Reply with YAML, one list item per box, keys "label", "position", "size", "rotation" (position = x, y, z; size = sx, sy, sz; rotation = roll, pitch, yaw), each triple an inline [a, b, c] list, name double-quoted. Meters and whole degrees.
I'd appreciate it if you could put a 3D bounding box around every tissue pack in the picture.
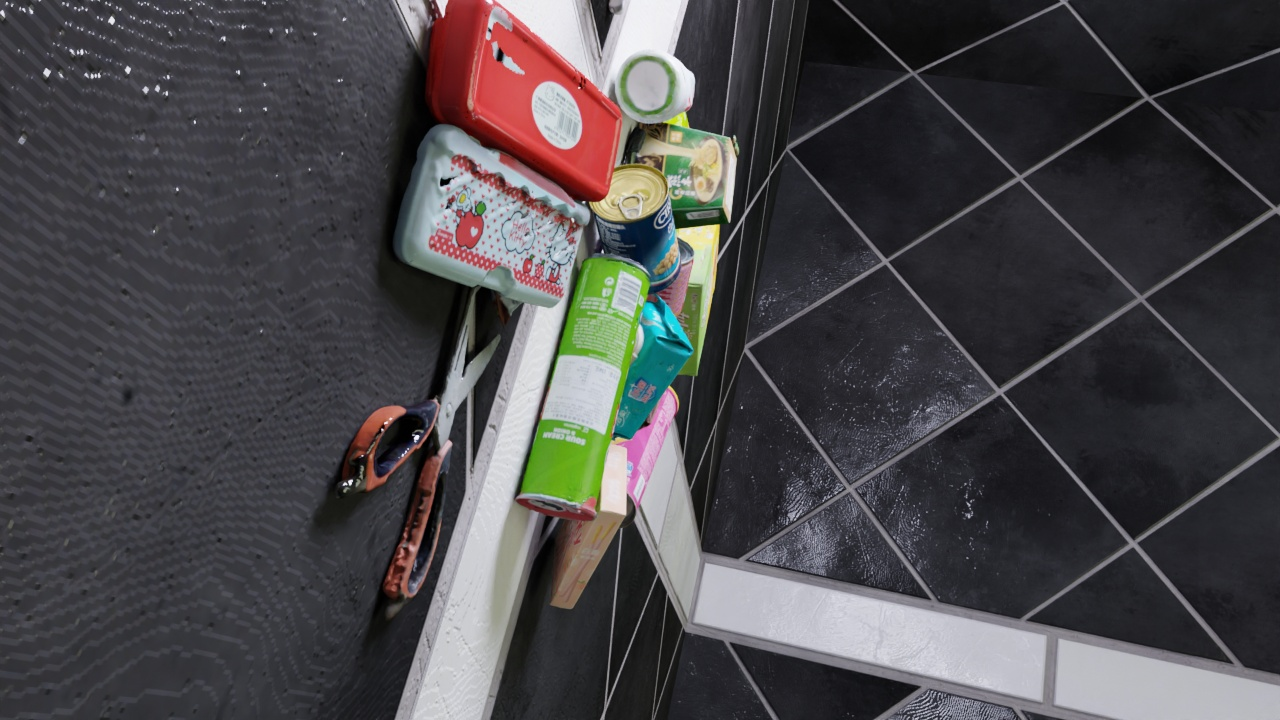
- label: "tissue pack"
  position: [-0.005, 0.005, 0.901]
  size: [0.134, 0.050, 0.093]
  rotation: [-55, -155, 15]

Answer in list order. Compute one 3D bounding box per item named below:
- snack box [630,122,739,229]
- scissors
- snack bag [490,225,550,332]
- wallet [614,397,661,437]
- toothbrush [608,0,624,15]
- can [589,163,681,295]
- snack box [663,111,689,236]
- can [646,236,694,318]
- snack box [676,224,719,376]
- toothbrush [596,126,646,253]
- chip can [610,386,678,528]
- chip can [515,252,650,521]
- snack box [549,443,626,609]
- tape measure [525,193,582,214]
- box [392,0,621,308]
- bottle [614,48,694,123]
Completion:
- label: "snack box"
  position: [0.050, -0.199, 1.022]
  size: [0.118, 0.106, 0.117]
  rotation: [17, 80, -77]
- label: "scissors"
  position: [-0.130, 0.050, 0.573]
  size: [0.224, 0.015, 0.189]
  rotation: [-56, 153, -64]
- label: "snack bag"
  position: [-0.087, -0.065, 0.664]
  size: [0.103, 0.026, 0.048]
  rotation: [-65, 154, -52]
- label: "wallet"
  position: [-0.013, 0.026, 0.994]
  size: [0.101, 0.032, 0.124]
  rotation: [-23, -139, 48]
- label: "toothbrush"
  position: [-0.009, -0.395, 0.800]
  size: [0.016, 0.016, 0.180]
  rotation: [-66, 165, -78]
- label: "can"
  position: [-0.003, -0.124, 0.889]
  size: [0.111, 0.075, 0.075]
  rotation: [76, 26, -53]
- label: "snack box"
  position: [0.039, -0.229, 1.143]
  size: [0.086, 0.026, 0.156]
  rotation: [52, 45, -77]
- label: "can"
  position: [0.020, -0.088, 1.040]
  size: [0.066, 0.066, 0.094]
  rotation: [-65, 170, -53]
- label: "snack box"
  position: [0.062, -0.105, 1.257]
  size: [0.209, 0.070, 0.158]
  rotation: [-75, 170, -48]
- label: "toothbrush"
  position: [-0.024, -0.162, 0.939]
  size: [0.014, 0.017, 0.188]
  rotation: [64, 39, -63]
- label: "chip can"
  position: [-0.012, 0.106, 1.098]
  size: [0.210, 0.071, 0.071]
  rotation: [-64, 161, -54]
- label: "chip can"
  position: [-0.048, 0.023, 0.829]
  size: [0.072, 0.072, 0.235]
  rotation: [72, 30, -68]
- label: "snack box"
  position: [-0.051, 0.161, 0.883]
  size: [0.084, 0.026, 0.158]
  rotation: [-90, -160, -49]
- label: "tape measure"
  position: [-0.064, -0.142, 0.697]
  size: [0.065, 0.033, 0.066]
  rotation: [-69, 163, -53]
- label: "box"
  position: [-0.074, -0.118, 0.576]
  size: [0.200, 0.039, 0.158]
  rotation: [12, 87, -68]
- label: "bottle"
  position: [0.024, -0.280, 0.946]
  size: [0.196, 0.068, 0.068]
  rotation: [-55, 153, -72]
